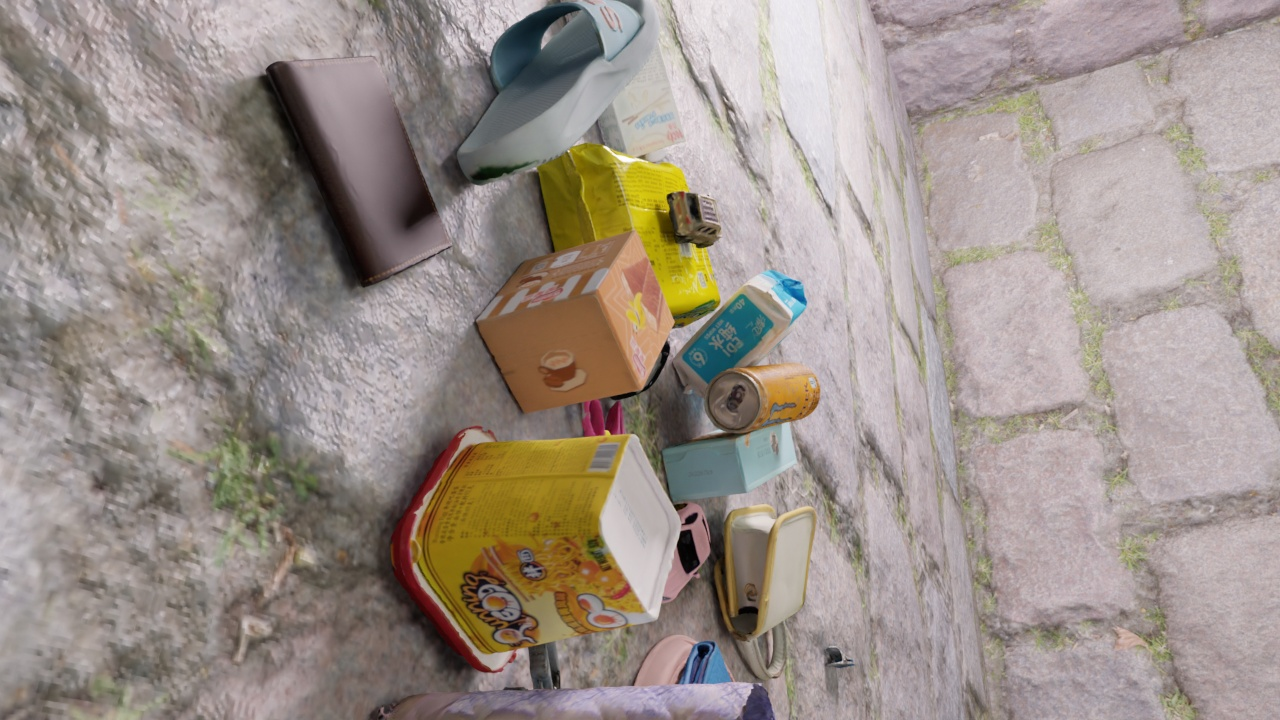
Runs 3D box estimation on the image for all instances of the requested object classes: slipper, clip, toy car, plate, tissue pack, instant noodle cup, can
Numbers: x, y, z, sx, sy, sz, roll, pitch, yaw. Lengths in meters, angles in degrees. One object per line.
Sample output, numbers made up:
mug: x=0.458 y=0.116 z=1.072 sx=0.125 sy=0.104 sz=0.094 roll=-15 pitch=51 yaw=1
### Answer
slipper: x=-0.066 y=-0.209 z=0.658 sx=0.074 sy=0.104 sz=0.244 roll=60 pitch=36 yaw=-31
clip: x=0.250 y=0.378 z=1.161 sx=0.056 sy=0.024 sz=0.029 roll=36 pitch=43 yaw=-47
toy car: x=0.032 y=0.160 z=0.773 sx=0.122 sy=0.037 sz=0.056 roll=-32 pitch=106 yaw=-63
plate: x=0.047 y=0.338 z=0.735 sx=0.229 sy=0.028 sz=0.229 roll=39 pitch=45 yaw=-55
tissue pack: x=0.099 y=-0.024 z=0.895 sx=0.063 sy=0.140 sz=0.089 roll=46 pitch=26 yaw=5
instant noodle cup: x=-0.052 y=0.099 z=0.512 sx=0.116 sy=0.124 sz=0.115 roll=63 pitch=28 yaw=-29
can: x=0.116 y=0.033 z=0.852 sx=0.145 sy=0.058 sz=0.058 roll=-4 pitch=83 yaw=-58
toy car: x=0.050 y=-0.120 z=0.775 sx=0.090 sy=0.035 sz=0.042 roll=-5 pitch=85 yaw=-69

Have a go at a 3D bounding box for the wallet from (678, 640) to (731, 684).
wallet: x=0.060 y=0.300 z=0.704 sx=0.106 sy=0.040 sz=0.133 roll=-52 pitch=125 yaw=-64

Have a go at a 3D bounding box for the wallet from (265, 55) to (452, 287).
wallet: x=-0.153 y=-0.110 z=0.519 sx=0.096 sy=0.020 sz=0.122 roll=-52 pitch=125 yaw=-65

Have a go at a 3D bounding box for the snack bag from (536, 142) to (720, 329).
snack bag: x=0.003 y=-0.100 z=0.791 sx=0.246 sy=0.068 sz=0.158 roll=-18 pitch=96 yaw=-66

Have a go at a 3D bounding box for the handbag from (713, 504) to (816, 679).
handbag: x=0.123 y=0.236 z=0.924 sx=0.163 sy=0.063 sz=0.178 roll=8 pitch=87 yaw=-64

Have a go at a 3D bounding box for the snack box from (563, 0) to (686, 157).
snack box: x=-0.013 y=-0.268 z=0.846 sx=0.084 sy=0.027 sz=0.157 roll=-28 pitch=107 yaw=-41

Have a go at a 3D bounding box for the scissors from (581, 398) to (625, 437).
scissors: x=-0.024 y=0.087 z=0.714 sx=0.105 sy=0.017 sz=0.136 roll=-18 pitch=100 yaw=-71

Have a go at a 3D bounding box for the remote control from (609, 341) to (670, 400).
remote control: x=-0.004 y=0.004 z=0.752 sx=0.053 sy=0.024 sz=0.136 roll=-65 pitch=168 yaw=8

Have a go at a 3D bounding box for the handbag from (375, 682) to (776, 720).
handbag: x=-0.025 y=0.220 z=0.440 sx=0.075 sy=0.194 sz=0.134 roll=-47 pitch=126 yaw=-66

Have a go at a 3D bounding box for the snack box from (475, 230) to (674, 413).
snack box: x=-0.041 y=-0.027 z=0.629 sx=0.077 sy=0.093 sz=0.094 roll=66 pitch=27 yaw=-25

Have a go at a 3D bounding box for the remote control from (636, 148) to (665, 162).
remote control: x=-0.010 y=-0.264 z=0.892 sx=0.058 sy=0.021 sz=0.150 roll=-45 pitch=120 yaw=-62

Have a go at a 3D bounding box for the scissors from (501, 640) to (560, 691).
scissors: x=-0.053 y=0.243 z=0.549 sx=0.159 sy=0.014 sz=0.173 roll=64 pitch=20 yaw=-58

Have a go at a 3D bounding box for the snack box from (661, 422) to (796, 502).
snack box: x=0.089 y=0.093 z=0.879 sx=0.174 sy=0.074 sz=0.051 roll=-8 pitch=86 yaw=-65
